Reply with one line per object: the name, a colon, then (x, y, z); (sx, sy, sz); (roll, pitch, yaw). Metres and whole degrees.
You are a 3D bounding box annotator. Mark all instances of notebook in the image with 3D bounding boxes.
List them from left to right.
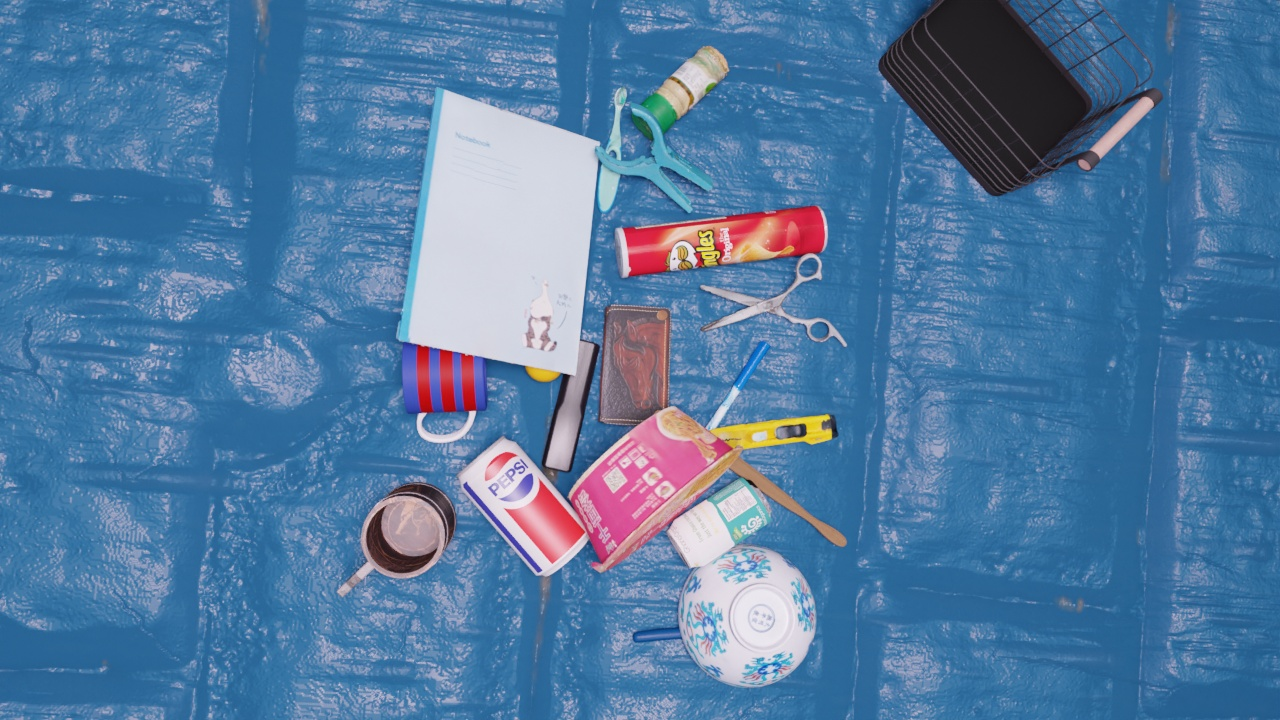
notebook: (-0.131, -0.123, 0.895); (0.181, 0.009, 0.253); (11, 76, -27)

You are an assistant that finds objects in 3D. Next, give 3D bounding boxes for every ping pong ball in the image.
ping pong ball: (-0.097, 0.002, 0.929); (0.040, 0.040, 0.040); (0, 88, -7)

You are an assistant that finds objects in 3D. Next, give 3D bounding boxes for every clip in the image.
clip: (0.000, -0.194, 0.944); (0.121, 0.031, 0.130); (-27, 118, 12)

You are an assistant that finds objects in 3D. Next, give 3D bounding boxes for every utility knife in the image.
utility knife: (0.132, 0.079, 0.964); (0.164, 0.017, 0.030); (-6, 84, -9)

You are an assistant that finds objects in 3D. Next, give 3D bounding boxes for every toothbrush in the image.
toothbrush: (-0.028, -0.220, 0.958); (0.022, 0.017, 0.135); (9, 86, -15)
toothbrush: (0.075, 0.280, 0.954); (0.167, 0.014, 0.014); (-2, 82, -7)
toothbrush: (0.149, 0.145, 0.968); (0.167, 0.016, 0.016); (37, 83, -3)

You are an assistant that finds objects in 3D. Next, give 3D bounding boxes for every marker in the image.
marker: (0.094, 0.040, 0.966); (0.013, 0.013, 0.141); (35, 84, -5)

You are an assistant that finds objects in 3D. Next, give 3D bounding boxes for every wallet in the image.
wallet: (-0.006, 0.006, 0.951); (0.072, 0.019, 0.123); (3, 87, -11)

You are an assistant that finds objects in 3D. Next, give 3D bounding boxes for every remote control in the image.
remote control: (-0.071, 0.046, 0.943); (0.032, 0.015, 0.136); (14, 86, -6)

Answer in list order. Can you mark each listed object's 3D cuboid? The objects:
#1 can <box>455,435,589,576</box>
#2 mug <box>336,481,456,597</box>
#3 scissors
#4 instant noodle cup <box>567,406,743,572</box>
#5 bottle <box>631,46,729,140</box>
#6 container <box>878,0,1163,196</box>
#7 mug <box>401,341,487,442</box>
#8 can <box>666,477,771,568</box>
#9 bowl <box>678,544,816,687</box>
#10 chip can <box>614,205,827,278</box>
can: (-0.116, 0.144, 0.907); (0.070, 0.070, 0.132); (-41, 93, -7)
mug: (-0.232, 0.173, 0.872); (0.115, 0.107, 0.080); (-43, 93, -7)
scissors: (0.144, -0.048, 0.970); (0.142, 0.014, 0.162); (-41, 107, 10)
instant noodle cup: (0.006, 0.116, 0.882); (0.178, 0.179, 0.077); (-40, 77, -7)
bottle: (0.042, -0.279, 0.958); (0.111, 0.043, 0.043); (-44, 93, -8)
container: (0.390, -0.307, 0.957); (0.162, 0.130, 0.241); (-44, 93, -7)
mug: (-0.191, 0.030, 0.907); (0.076, 0.075, 0.112); (-2, 114, -7)
can: (0.081, 0.166, 0.938); (0.101, 0.055, 0.055); (-32, 92, -8)
bowl: (0.114, 0.255, 0.916); (0.144, 0.074, 0.143); (1, 77, -6)
chip can: (0.083, -0.124, 0.951); (0.214, 0.052, 0.052); (-8, 89, -7)
